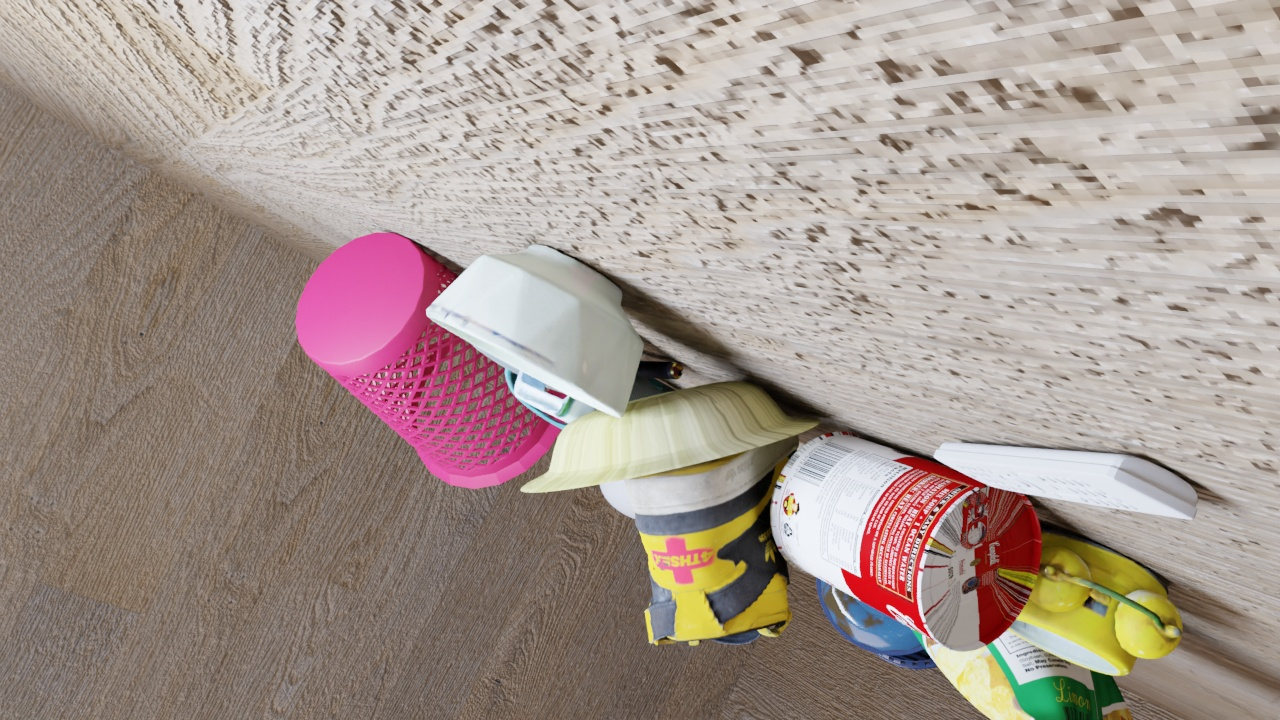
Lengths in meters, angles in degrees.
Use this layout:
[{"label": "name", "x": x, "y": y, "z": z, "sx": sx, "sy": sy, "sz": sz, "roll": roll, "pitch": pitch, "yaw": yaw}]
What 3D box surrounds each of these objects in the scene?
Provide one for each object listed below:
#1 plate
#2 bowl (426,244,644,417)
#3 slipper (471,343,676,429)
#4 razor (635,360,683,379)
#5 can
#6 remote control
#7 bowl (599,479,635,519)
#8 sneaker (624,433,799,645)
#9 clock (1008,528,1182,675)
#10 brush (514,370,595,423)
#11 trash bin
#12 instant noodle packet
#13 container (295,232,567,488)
[{"label": "plate", "x": 0.014, "y": 0.039, "z": 0.558, "sx": 0.184, "sy": 0.036, "sz": 0.184, "roll": -13, "pitch": 179, "yaw": 0}, {"label": "bowl", "x": -0.047, "y": -0.022, "z": 0.486, "sx": 0.117, "sy": 0.061, "sz": 0.117, "roll": 27, "pitch": 175, "yaw": 3}, {"label": "slipper", "x": -0.040, "y": 0.026, "z": 0.788, "sx": 0.268, "sy": 0.055, "sz": 0.098, "roll": 25, "pitch": -154, "yaw": -25}, {"label": "razor", "x": -0.004, "y": 0.004, "z": 0.706, "sx": 0.042, "sy": 0.022, "sz": 0.144, "roll": 29, "pitch": 174, "yaw": -22}, {"label": "can", "x": 0.139, "y": 0.093, "z": 0.497, "sx": 0.086, "sy": 0.086, "sz": 0.116, "roll": 31, "pitch": 173, "yaw": -30}, {"label": "remote control", "x": 0.155, "y": 0.043, "z": 0.352, "sx": 0.033, "sy": 0.012, "sz": 0.131, "roll": 26, "pitch": 174, "yaw": -4}, {"label": "bowl", "x": 0.043, "y": 0.152, "z": 1.042, "sx": 0.176, "sy": 0.066, "sz": 0.176, "roll": -6, "pitch": 178, "yaw": 0}, {"label": "sneaker", "x": 0.061, "y": 0.112, "z": 0.605, "sx": 0.086, "sy": 0.122, "sz": 0.238, "roll": -9, "pitch": 179, "yaw": 21}, {"label": "clock", "x": 0.242, "y": 0.130, "z": 0.502, "sx": 0.083, "sy": 0.057, "sz": 0.119, "roll": 26, "pitch": 166, "yaw": 13}, {"label": "brush", "x": -0.062, "y": -0.002, "z": 0.657, "sx": 0.055, "sy": 0.075, "sz": 0.136, "roll": 32, "pitch": 173, "yaw": -32}, {"label": "trash bin", "x": 0.258, "y": 0.230, "z": 0.909, "sx": 0.139, "sy": 0.139, "sz": 0.249, "roll": 25, "pitch": 172, "yaw": 27}, {"label": "instant noodle packet", "x": 0.253, "y": 0.187, "z": 0.654, "sx": 0.195, "sy": 0.090, "sz": 0.252, "roll": 33, "pitch": -161, "yaw": -40}, {"label": "container", "x": -0.193, "y": -0.005, "z": 0.849, "sx": 0.183, "sy": 0.183, "sz": 0.226, "roll": 25, "pitch": 166, "yaw": 31}]
